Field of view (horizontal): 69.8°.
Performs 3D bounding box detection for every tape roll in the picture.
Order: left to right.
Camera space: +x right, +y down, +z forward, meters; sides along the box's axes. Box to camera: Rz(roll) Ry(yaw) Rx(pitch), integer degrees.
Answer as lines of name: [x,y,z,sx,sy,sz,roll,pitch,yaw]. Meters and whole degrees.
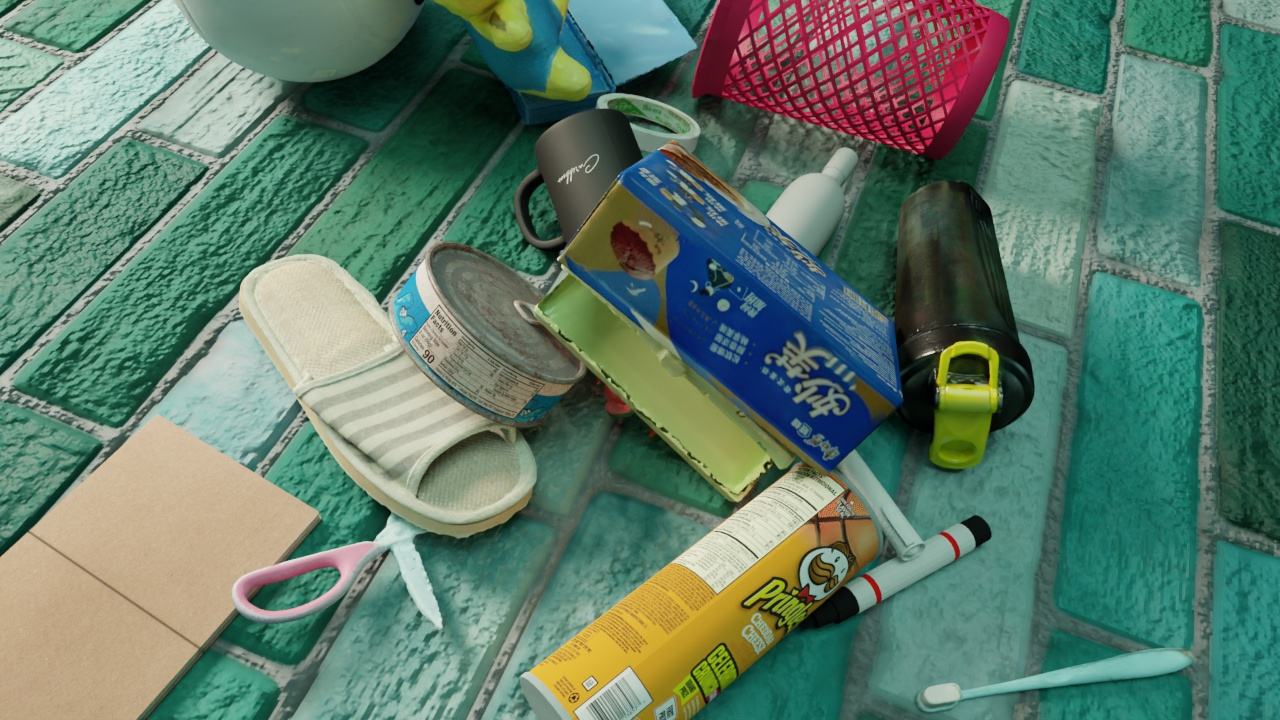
tape roll: [0.005,-0.205,0.797,0.094,0.018,0.093,13,32,-8]

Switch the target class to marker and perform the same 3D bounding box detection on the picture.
marker: [0.144,0.075,0.610,0.017,0.020,0.133,-31,49,2]
marker: [0.161,0.136,0.580,0.145,0.019,0.019,-22,59,-19]

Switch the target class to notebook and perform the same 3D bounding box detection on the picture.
notebook: [-0.316,0.139,0.546,0.141,0.008,0.208,27,56,14]

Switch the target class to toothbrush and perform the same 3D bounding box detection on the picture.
toothbrush: [0.252,0.190,0.551,0.180,0.017,0.016,-5,54,-10]

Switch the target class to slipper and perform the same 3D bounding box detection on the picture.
slipper: [-0.176,0.009,0.617,0.273,0.054,0.114,40,52,23]

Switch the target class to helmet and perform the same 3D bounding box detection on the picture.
helmet: [-0.284,-0.347,0.808,0.237,0.164,0.263,-5,45,6]

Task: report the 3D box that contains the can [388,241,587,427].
can: [-0.099,-0.018,0.608,0.130,0.044,0.129,37,20,-16]

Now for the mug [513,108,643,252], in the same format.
mug: [-0.047,-0.130,0.717,0.114,0.078,0.088,-25,78,20]

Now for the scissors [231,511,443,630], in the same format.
scissors: [-0.169,0.100,0.573,0.170,0.013,0.172,-15,51,-23]

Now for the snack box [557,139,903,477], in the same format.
snack box: [0.065,-0.043,0.584,0.202,0.069,0.154,39,24,-3]

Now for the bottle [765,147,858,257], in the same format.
bottle: [0.127,-0.108,0.735,0.052,0.053,0.194,28,57,15]

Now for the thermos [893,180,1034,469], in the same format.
thermos: [0.227,-0.037,0.668,0.098,0.098,0.220,10,50,3]

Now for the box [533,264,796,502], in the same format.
box: [0.023,0.002,0.598,0.188,0.091,0.077,42,55,2]

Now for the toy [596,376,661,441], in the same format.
toy: [-0.004,0.004,0.651,0.084,0.046,0.103,-43,62,-15]

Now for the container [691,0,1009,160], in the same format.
container: [0.184,-0.277,0.800,0.226,0.184,0.182,23,55,2]

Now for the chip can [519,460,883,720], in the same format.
chip can: [0.040,0.146,0.528,0.214,0.075,0.075,-32,63,-25]

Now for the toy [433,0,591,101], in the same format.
toy: [-0.130,-0.308,0.736,0.084,0.214,0.148,-25,59,21]

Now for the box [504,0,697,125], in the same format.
box: [-0.069,-0.327,0.885,0.176,0.048,0.231,-21,58,-9]
